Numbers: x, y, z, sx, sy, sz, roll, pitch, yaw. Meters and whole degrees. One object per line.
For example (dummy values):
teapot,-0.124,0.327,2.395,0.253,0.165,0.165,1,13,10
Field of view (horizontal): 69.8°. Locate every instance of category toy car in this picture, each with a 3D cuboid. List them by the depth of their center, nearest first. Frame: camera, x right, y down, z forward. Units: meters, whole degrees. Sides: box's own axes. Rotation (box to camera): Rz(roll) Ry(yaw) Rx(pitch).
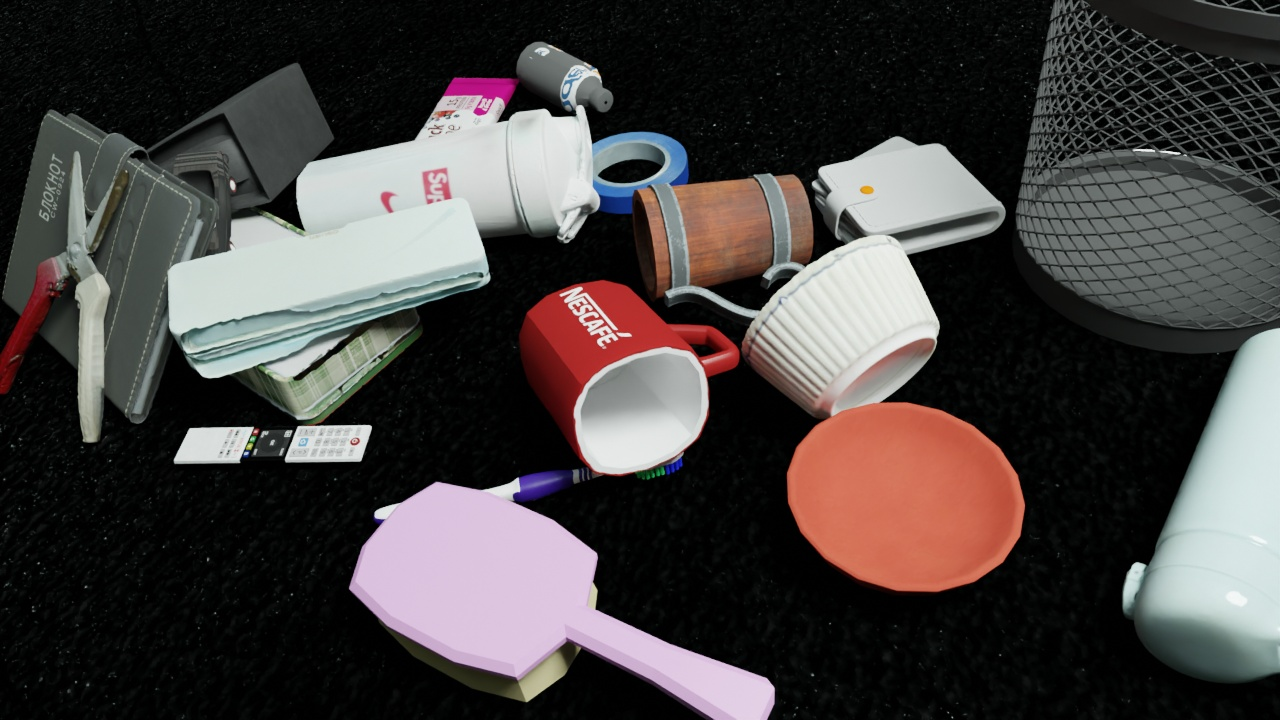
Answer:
toy car,-0.313,-0.106,0.653,0.040,0.037,0.092,-6,77,-1

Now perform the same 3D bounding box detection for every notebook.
notebook,-0.387,-0.076,0.655,0.209,0.169,0.029,28,13,27

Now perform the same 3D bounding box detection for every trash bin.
trash bin,0.347,-0.150,0.557,0.218,0.228,0.217,-4,47,4

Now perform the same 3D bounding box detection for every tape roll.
tape roll,-0.008,-0.156,0.755,0.093,0.016,0.091,8,48,15

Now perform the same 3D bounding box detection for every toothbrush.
toothbrush,-0.065,0.076,0.546,0.186,0.016,0.015,-12,44,-3

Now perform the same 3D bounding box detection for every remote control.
remote control,-0.235,0.056,0.590,0.124,0.012,0.028,-1,47,6

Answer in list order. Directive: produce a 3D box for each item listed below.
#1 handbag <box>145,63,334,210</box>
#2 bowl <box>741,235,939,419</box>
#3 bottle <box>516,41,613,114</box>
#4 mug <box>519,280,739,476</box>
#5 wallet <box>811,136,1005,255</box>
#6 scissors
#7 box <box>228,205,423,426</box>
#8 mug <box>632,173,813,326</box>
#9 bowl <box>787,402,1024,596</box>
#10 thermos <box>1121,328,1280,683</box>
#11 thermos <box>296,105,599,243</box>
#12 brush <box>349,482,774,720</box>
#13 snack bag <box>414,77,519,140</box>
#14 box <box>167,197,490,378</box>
handbag,-0.383,-0.165,0.763,0.196,0.072,0.175,-16,28,7
bowl,0.125,-0.012,0.545,0.115,0.115,0.062,-25,64,-16
bottle,-0.068,-0.254,0.837,0.046,0.047,0.112,-37,53,-25
mug,-0.003,0.003,0.551,0.116,0.080,0.096,-17,33,-17
wallet,0.190,-0.129,0.691,0.118,0.038,0.115,-14,47,-10
scissors,-0.389,-0.033,0.626,0.199,0.015,0.179,-36,75,19
box,-0.263,-0.040,0.661,0.206,0.050,0.117,25,52,27
mug,0.060,-0.073,0.636,0.111,0.082,0.117,-10,64,-7
bowl,0.141,0.080,0.501,0.122,0.035,0.121,-4,47,4
thermos,0.314,0.069,0.468,0.078,0.065,0.206,7,44,45
thermos,-0.144,-0.130,0.706,0.220,0.099,0.099,-8,46,7
brush,-0.041,0.135,0.467,0.229,0.043,0.089,19,52,23
snack bag,-0.169,-0.202,0.821,0.070,0.016,0.196,4,48,13
box,-0.199,-0.051,0.596,0.198,0.067,0.083,-17,26,-12
